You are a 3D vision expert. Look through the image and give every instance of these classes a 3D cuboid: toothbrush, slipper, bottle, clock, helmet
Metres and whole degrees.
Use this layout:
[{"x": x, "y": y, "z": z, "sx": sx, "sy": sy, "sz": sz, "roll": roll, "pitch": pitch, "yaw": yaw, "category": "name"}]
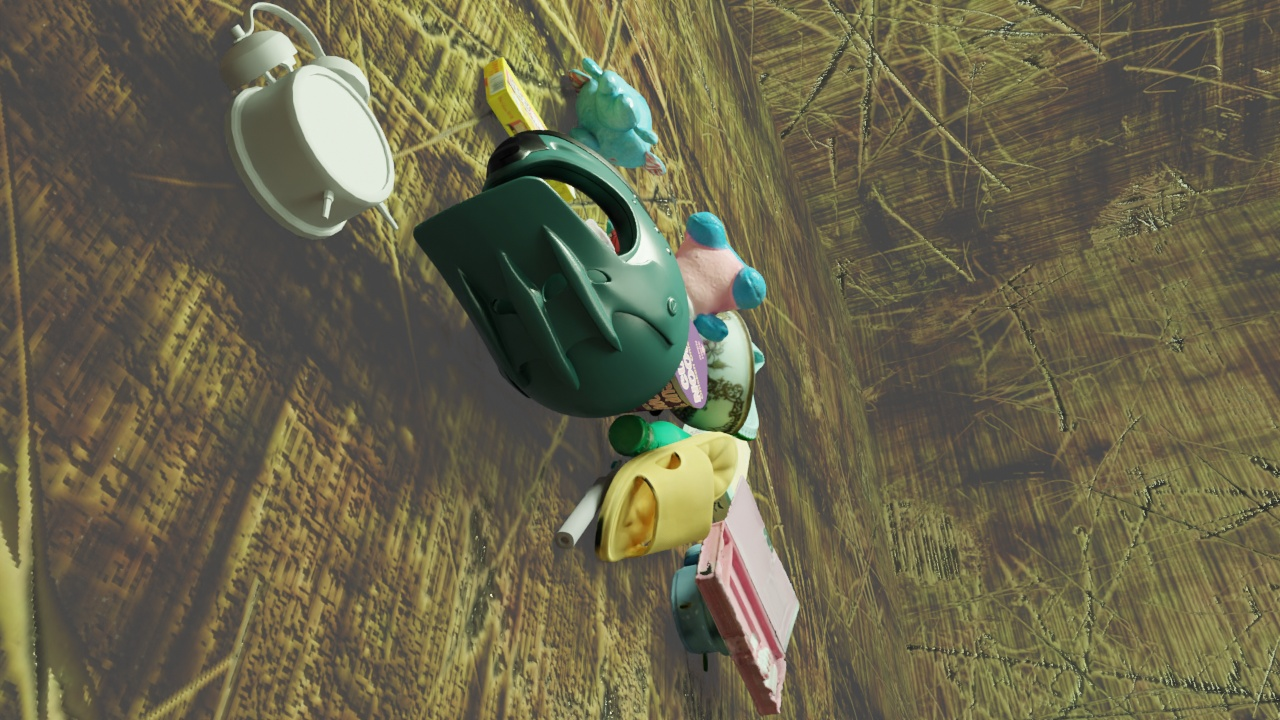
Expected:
[{"x": -0.046, "y": 0.138, "z": 0.921, "sx": 0.187, "sy": 0.019, "sz": 0.018, "roll": -48, "pitch": 137, "yaw": -68, "category": "toothbrush"}, {"x": 0.049, "y": 0.141, "z": 0.980, "sx": 0.262, "sy": 0.078, "sz": 0.099, "roll": -19, "pitch": 115, "yaw": -55, "category": "slipper"}, {"x": 0.127, "y": 0.001, "z": 1.355, "sx": 0.116, "sy": 0.070, "sz": 0.275, "roll": 25, "pitch": 34, "yaw": -34, "category": "slipper"}, {"x": 0.025, "y": 0.105, "z": 1.068, "sx": 0.209, "sy": 0.068, "sz": 0.068, "roll": 35, "pitch": 43, "yaw": -62, "category": "bottle"}, {"x": -0.222, "y": -0.157, "z": 0.607, "sx": 0.159, "sy": 0.061, "sz": 0.119, "roll": 71, "pitch": 19, "yaw": 4, "category": "clock"}, {"x": -0.065, "y": -0.065, "z": 0.790, "sx": 0.275, "sy": 0.177, "sz": 0.199, "roll": 55, "pitch": 24, "yaw": -35, "category": "helmet"}, {"x": 0.086, "y": 0.289, "z": 1.111, "sx": 0.161, "sy": 0.060, "sz": 0.118, "roll": -50, "pitch": 122, "yaw": -68, "category": "clock"}]

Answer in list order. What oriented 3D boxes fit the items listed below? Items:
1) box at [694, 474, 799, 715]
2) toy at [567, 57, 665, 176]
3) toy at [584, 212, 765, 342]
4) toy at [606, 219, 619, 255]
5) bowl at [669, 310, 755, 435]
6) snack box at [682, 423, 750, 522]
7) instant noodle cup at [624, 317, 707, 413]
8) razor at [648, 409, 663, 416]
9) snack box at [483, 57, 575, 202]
[{"x": 0.129, "y": 0.276, "z": 1.084, "sx": 0.233, "sy": 0.040, "sz": 0.178, "roll": 66, "pitch": 28, "yaw": -26, "category": "box"}, {"x": -0.039, "y": -0.304, "z": 1.161, "sx": 0.183, "sy": 0.115, "sz": 0.180, "roll": 51, "pitch": 2, "yaw": -2, "category": "toy"}, {"x": 0.031, "y": -0.086, "z": 1.064, "sx": 0.224, "sy": 0.191, "sz": 0.099, "roll": 57, "pitch": 5, "yaw": 2, "category": "toy"}, {"x": -0.018, "y": -0.130, "z": 1.158, "sx": 0.132, "sy": 0.062, "sz": 0.092, "roll": -109, "pitch": -174, "yaw": -56, "category": "toy"}, {"x": 0.068, "y": 0.015, "z": 1.148, "sx": 0.160, "sy": 0.093, "sz": 0.160, "roll": 180, "pitch": -89, "yaw": -72, "category": "bowl"}, {"x": 0.114, "y": 0.125, "z": 1.339, "sx": 0.193, "sy": 0.044, "sz": 0.141, "roll": -65, "pitch": 135, "yaw": -62, "category": "snack box"}, {"x": -0.006, "y": 0.006, "z": 0.978, "sx": 0.136, "sy": 0.122, "sz": 0.122, "roll": -9, "pitch": 84, "yaw": -71, "category": "instant noodle cup"}, {"x": 0.035, "y": 0.044, "z": 1.224, "sx": 0.143, "sy": 0.021, "sz": 0.044, "roll": -47, "pitch": 120, "yaw": -66, "category": "razor"}, {"x": -0.118, "y": -0.243, "z": 0.986, "sx": 0.152, "sy": 0.025, "sz": 0.075, "roll": 56, "pitch": 14, "yaw": -43, "category": "snack box"}]
